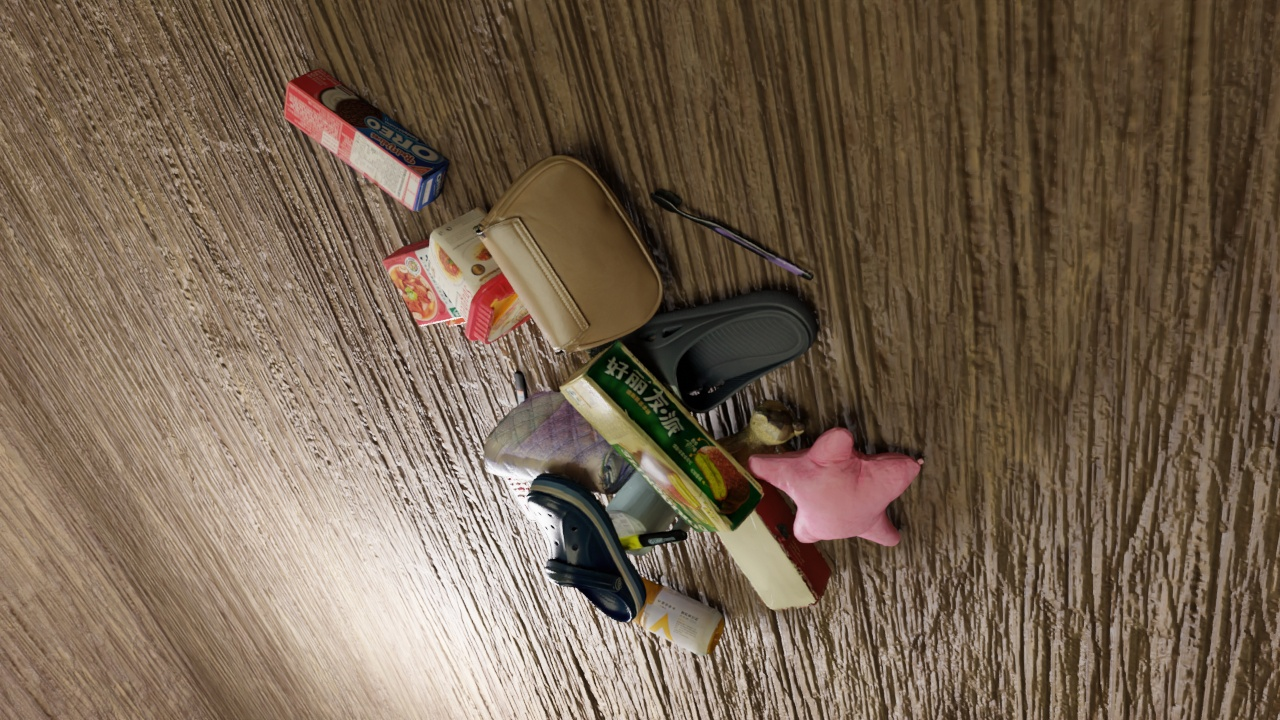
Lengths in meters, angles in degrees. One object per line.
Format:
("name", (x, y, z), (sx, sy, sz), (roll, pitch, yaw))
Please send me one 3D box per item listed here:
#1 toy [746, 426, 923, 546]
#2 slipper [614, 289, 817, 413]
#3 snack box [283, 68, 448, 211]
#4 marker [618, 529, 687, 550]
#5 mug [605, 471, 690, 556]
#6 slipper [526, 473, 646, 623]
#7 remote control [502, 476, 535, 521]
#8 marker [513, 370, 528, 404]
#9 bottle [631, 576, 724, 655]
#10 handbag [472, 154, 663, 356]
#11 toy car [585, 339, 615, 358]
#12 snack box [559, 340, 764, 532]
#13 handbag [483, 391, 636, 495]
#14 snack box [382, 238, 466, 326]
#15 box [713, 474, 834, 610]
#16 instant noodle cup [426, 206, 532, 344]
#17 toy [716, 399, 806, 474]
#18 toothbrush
("toy", (0.231, 0.145, 1.016), (0.179, 0.074, 0.194), (-21, 123, 27))
("slipper", (0.064, 0.000, 0.999), (0.269, 0.083, 0.110), (-18, 125, 39))
("snack box", (-0.328, -0.264, 1.100), (0.207, 0.057, 0.058), (36, 134, 6))
("marker", (0.011, 0.220, 1.121), (0.124, 0.015, 0.018), (-19, 115, 44))
("mug", (0.022, 0.190, 1.177), (0.124, 0.103, 0.084), (1, 123, 36))
("slipper", (-0.078, 0.243, 1.123), (0.105, 0.095, 0.253), (2, 132, 37))
("remote control", (-0.175, 0.187, 1.374), (0.056, 0.020, 0.136), (-6, 119, 39))
("marker", (-0.160, 0.067, 1.273), (0.018, 0.015, 0.124), (13, 127, 25))
("bottle", (0.027, 0.361, 1.334), (0.190, 0.067, 0.068), (20, 133, 22))
("handbag", (-0.075, -0.112, 0.985), (0.204, 0.147, 0.100), (58, 172, -14))
("toy car", (-0.034, -0.034, 1.090), (0.049, 0.031, 0.106), (24, 135, 11))
("snack box", (0.021, 0.090, 1.031), (0.240, 0.063, 0.115), (46, 160, -5))
("handbag", (-0.089, 0.105, 1.166), (0.194, 0.133, 0.076), (5, 125, 34))
("snack box", (-0.258, -0.094, 1.192), (0.113, 0.044, 0.127), (-9, 118, 39))
("box", (0.154, 0.230, 1.131), (0.092, 0.079, 0.168), (-23, 108, 43))
("instant noodle cup", (-0.183, -0.104, 1.086), (0.124, 0.116, 0.117), (45, 147, 13))
("toy", (0.129, 0.099, 1.066), (0.105, 0.066, 0.158), (15, 144, -16))
("toothbrush", (0.093, -0.130, 0.942), (0.189, 0.016, 0.014), (29, 147, 9))
